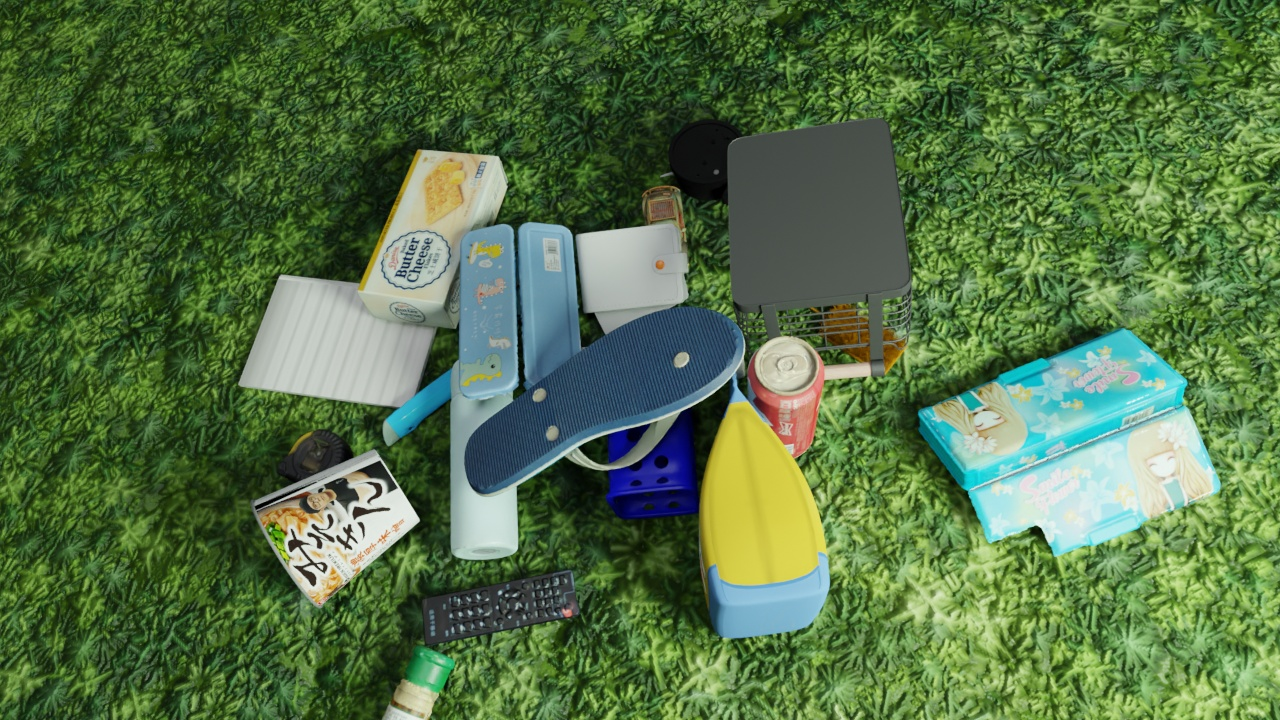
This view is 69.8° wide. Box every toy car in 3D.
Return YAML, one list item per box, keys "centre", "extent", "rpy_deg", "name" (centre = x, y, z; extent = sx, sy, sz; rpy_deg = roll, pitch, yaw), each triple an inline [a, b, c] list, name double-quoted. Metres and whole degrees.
- centre: [0.026, -0.154, 1.026]
  extent: [0.047, 0.047, 0.111]
  rpy_deg: [-9, 68, 6]
  name: "toy car"

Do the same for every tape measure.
- centre: [-0.337, 0.105, 0.967]
  extent: [0.067, 0.038, 0.062]
  rpy_deg: [20, 70, 17]
  name: "tape measure"

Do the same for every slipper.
- centre: [-0.034, 0.042, 0.853]
  extent: [0.295, 0.060, 0.118]
  rpy_deg: [-29, 53, 13]
  name: "slipper"

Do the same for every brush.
- centre: [0.214, -0.036, 0.962]
  extent: [0.126, 0.017, 0.048]
  rpy_deg: [36, 75, 21]
  name: "brush"

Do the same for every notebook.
- centre: [-0.337, -0.024, 1.042]
  extent: [0.210, 0.009, 0.142]
  rpy_deg: [7, 68, 11]
  name: "notebook"

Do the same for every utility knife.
- centre: [-0.208, 0.030, 0.993]
  extent: [0.174, 0.031, 0.015]
  rpy_deg: [-36, 26, -10]
  name: "utility knife"

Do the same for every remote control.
- centre: [-0.135, 0.240, 0.887]
  extent: [0.150, 0.022, 0.047]
  rpy_deg: [-11, 64, 1]
  name: "remote control"

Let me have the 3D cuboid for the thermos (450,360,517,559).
- centre: [-0.160, 0.093, 0.930]
  extent: [0.065, 0.078, 0.206]
  rpy_deg: [6, 64, -26]
  name: "thermos"

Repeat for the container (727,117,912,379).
- centre: [0.178, -0.113, 0.923]
  extent: [0.163, 0.130, 0.240]
  rpy_deg: [-5, 60, 13]
  name: "container"

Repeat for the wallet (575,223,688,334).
- centre: [-0.007, -0.085, 0.995]
  extent: [0.118, 0.037, 0.115]
  rpy_deg: [-5, 93, 9]
  name: "wallet"

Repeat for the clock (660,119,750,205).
- centre: [0.090, -0.224, 1.051]
  extent: [0.121, 0.042, 0.091]
  rpy_deg: [16, 69, 15]
  name: "clock"

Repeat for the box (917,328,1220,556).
- centre: [0.403, 0.078, 0.859]
  extent: [0.227, 0.072, 0.181]
  rpy_deg: [-22, 63, -2]
  name: "box"

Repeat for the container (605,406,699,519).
- centre: [0.011, 0.087, 0.900]
  extent: [0.085, 0.084, 0.113]
  rpy_deg: [-6, 64, 7]
  name: "container"

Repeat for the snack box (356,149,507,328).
- centre: [-0.233, -0.142, 1.045]
  extent: [0.104, 0.057, 0.207]
  rpy_deg: [9, 63, 12]
  name: "snack box"

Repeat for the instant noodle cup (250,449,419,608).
- centre: [-0.293, 0.156, 0.901]
  extent: [0.121, 0.124, 0.123]
  rpy_deg: [-32, 65, -17]
  name: "instant noodle cup"

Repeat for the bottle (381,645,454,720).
- centre: [-0.213, 0.323, 0.849]
  extent: [0.043, 0.043, 0.111]
  rpy_deg: [18, 71, 16]
  name: "bottle"

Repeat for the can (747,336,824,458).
- centre: [0.133, 0.038, 0.855]
  extent: [0.067, 0.170, 0.067]
  rpy_deg: [-3, 66, 5]
  name: "can"

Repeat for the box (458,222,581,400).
- centre: [-0.126, -0.056, 0.944]
  extent: [0.127, 0.034, 0.208]
  rpy_deg: [-2, 59, -7]
  name: "box"

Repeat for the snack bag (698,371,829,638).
- centre: [0.098, 0.130, 0.826]
  extent: [0.102, 0.159, 0.205]
  rpy_deg: [-8, 63, 1]
  name: "snack bag"

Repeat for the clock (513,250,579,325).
- centre: [-0.131, -0.075, 1.010]
  extent: [0.124, 0.053, 0.090]
  rpy_deg: [-8, 64, 4]
  name: "clock"

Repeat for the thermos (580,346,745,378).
- centre: [-0.006, 0.006, 0.956]
  extent: [0.224, 0.052, 0.052]
  rpy_deg: [-7, 65, 5]
  name: "thermos"
